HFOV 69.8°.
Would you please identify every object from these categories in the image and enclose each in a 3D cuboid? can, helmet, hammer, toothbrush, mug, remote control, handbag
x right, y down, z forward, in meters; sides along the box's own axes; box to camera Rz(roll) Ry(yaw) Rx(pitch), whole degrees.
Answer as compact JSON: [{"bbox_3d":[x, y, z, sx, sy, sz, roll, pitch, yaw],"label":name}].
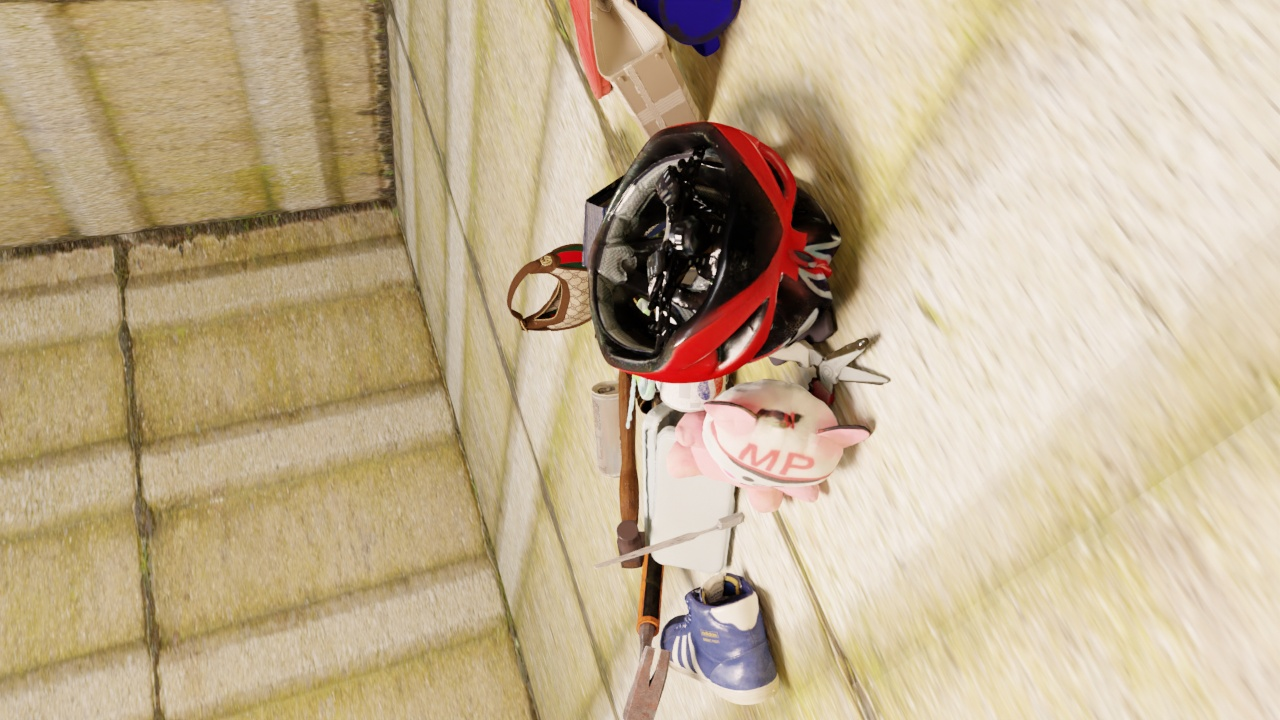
[{"bbox_3d":[0.055,-0.020,0.954,0.078,0.078,0.136,-128,32,-52],"label":"can"},{"bbox_3d":[0.046,-0.086,0.787,0.272,0.166,0.217,8,86,60],"label":"helmet"},{"bbox_3d":[0.013,0.307,1.138,0.313,0.035,0.138,-82,6,-59],"label":"hammer"},{"bbox_3d":[0.033,0.192,0.983,0.010,0.181,0.010,52,145,43],"label":"toothbrush"},{"bbox_3d":[0.042,-0.326,0.832,0.111,0.079,0.083,57,-179,-44],"label":"mug"},{"bbox_3d":[0.138,-0.029,0.818,0.125,0.009,0.046,137,119,-69],"label":"remote control"},{"bbox_3d":[-0.024,-0.317,0.863,0.198,0.062,0.175,63,-171,14],"label":"handbag"},{"bbox_3d":[-0.016,0.103,1.164,0.115,0.033,0.322,84,-176,-62],"label":"hammer"},{"bbox_3d":[-0.040,0.101,1.332,0.054,0.054,0.136,-138,41,-60],"label":"can"},{"bbox_3d":[-0.126,-0.098,1.331,0.167,0.138,0.063,108,147,-57],"label":"handbag"}]

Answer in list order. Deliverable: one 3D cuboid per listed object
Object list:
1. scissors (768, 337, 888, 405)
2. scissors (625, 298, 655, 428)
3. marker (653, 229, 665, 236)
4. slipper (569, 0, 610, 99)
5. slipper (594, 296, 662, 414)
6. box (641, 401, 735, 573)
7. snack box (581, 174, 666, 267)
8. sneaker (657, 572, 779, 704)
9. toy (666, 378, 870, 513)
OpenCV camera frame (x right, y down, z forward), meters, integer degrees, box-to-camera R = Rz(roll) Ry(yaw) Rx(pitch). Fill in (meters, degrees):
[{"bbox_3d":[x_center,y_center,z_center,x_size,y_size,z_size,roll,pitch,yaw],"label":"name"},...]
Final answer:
[{"bbox_3d":[0.143,0.012,0.803,0.179,0.015,0.188,45,152,38],"label":"scissors"},{"bbox_3d":[-0.005,0.012,1.022,0.167,0.023,0.172,-116,27,-54],"label":"scissors"},{"bbox_3d":[0.019,-0.104,1.013,0.146,0.017,0.017,-86,-1,-53],"label":"marker"},{"bbox_3d":[-0.044,-0.397,1.051,0.249,0.059,0.103,84,167,-68],"label":"slipper"},{"bbox_3d":[-0.012,-0.035,1.138,0.113,0.075,0.267,125,131,-65],"label":"slipper"},{"bbox_3d":[0.069,0.153,1.049,0.125,0.106,0.216,24,131,36],"label":"box"},{"bbox_3d":[-0.004,-0.157,0.949,0.027,0.149,0.082,28,138,25],"label":"snack box"},{"bbox_3d":[0.072,0.298,1.068,0.233,0.091,0.118,-170,65,-69],"label":"sneaker"},{"bbox_3d":[0.104,0.074,0.823,0.213,0.142,0.084,114,178,-71],"label":"toy"}]
